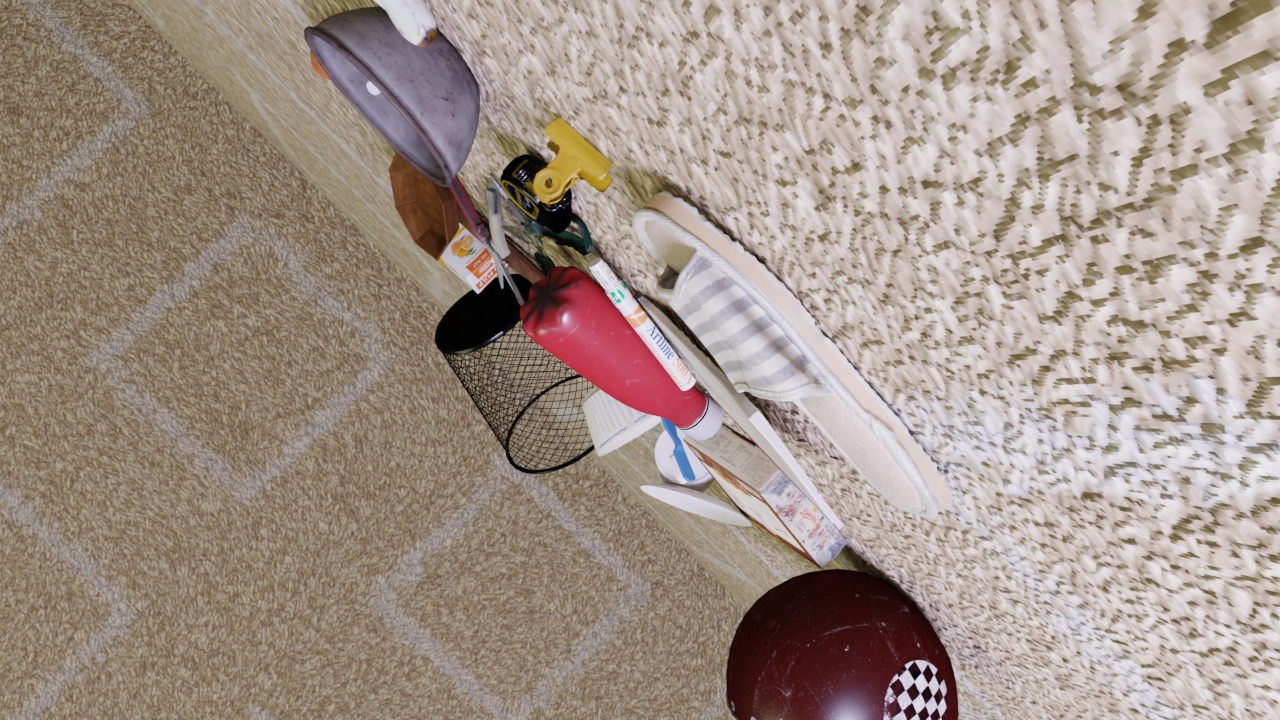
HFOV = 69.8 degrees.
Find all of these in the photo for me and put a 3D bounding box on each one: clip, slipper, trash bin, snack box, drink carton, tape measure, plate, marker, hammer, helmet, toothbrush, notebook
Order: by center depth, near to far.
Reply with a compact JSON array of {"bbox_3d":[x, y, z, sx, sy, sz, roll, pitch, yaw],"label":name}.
[{"bbox_3d":[0.090,0.007,0.577,0.272,0.054,0.114,45,175,-11],"label":"slipper"},{"bbox_3d":[-0.048,-0.126,0.605,0.054,0.048,0.046,42,-149,6],"label":"clip"},{"bbox_3d":[-0.078,-0.132,0.711,0.061,0.034,0.062,41,169,3],"label":"tape measure"},{"bbox_3d":[0.078,0.038,0.751,0.153,0.012,0.208,50,179,-35],"label":"notebook"},{"bbox_3d":[0.002,-0.030,0.789,0.145,0.017,0.017,52,168,-26],"label":"marker"},{"bbox_3d":[0.019,0.049,0.920,0.016,0.014,0.166,14,-135,-48],"label":"toothbrush"},{"bbox_3d":[0.201,0.346,0.950,0.253,0.233,0.234,65,160,-10],"label":"helmet"},{"bbox_3d":[0.130,0.138,0.970,0.147,0.041,0.143,51,168,-33],"label":"snack box"},{"bbox_3d":[-0.128,-0.103,1.032,0.323,0.033,0.115,40,165,26],"label":"hammer"},{"bbox_3d":[0.065,0.164,1.062,0.134,0.011,0.135,19,165,5],"label":"plate"},{"bbox_3d":[-0.250,-0.184,1.074,0.131,0.025,0.131,36,140,37],"label":"plate"},{"bbox_3d":[-0.228,-0.144,1.176,0.122,0.058,0.040,39,169,26],"label":"drink carton"},{"bbox_3d":[-0.152,0.012,1.205,0.184,0.184,0.210,31,158,53],"label":"trash bin"}]

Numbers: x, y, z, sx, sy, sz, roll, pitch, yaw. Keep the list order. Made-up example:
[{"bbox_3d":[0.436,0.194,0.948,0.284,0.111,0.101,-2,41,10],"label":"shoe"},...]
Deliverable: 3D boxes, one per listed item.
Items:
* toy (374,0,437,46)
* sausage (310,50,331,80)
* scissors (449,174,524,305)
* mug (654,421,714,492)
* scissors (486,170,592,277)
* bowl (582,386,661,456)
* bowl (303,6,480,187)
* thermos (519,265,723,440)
[{"bbox_3d":[-0.173,-0.255,0.573,0.079,0.038,0.123,43,170,51],"label":"toy"},{"bbox_3d":[-0.283,-0.289,0.858,0.044,0.039,0.164,46,170,-27],"label":"sausage"},{"bbox_3d":[-0.162,-0.142,0.970,0.198,0.015,0.180,57,159,-10],"label":"scissors"},{"bbox_3d":[0.047,0.101,1.087,0.110,0.073,0.090,63,175,16],"label":"mug"},{"bbox_3d":[-0.073,-0.092,0.845,0.202,0.015,0.205,55,163,-19],"label":"scissors"},{"bbox_3d":[-0.012,0.046,0.986,0.062,0.115,0.115,58,172,9],"label":"bowl"},{"bbox_3d":[-0.170,-0.205,0.677,0.145,0.067,0.145,42,170,9],"label":"bowl"},{"bbox_3d":[-0.005,0.005,0.843,0.240,0.073,0.073,38,175,-36],"label":"thermos"}]
